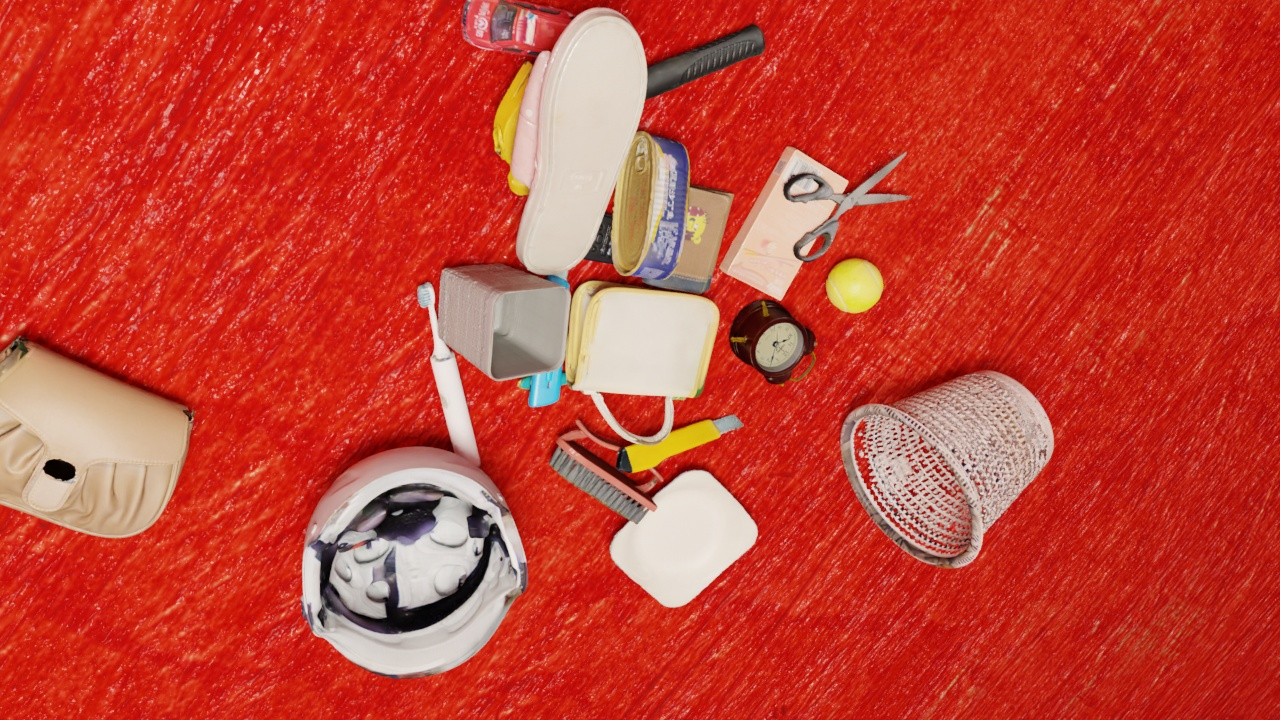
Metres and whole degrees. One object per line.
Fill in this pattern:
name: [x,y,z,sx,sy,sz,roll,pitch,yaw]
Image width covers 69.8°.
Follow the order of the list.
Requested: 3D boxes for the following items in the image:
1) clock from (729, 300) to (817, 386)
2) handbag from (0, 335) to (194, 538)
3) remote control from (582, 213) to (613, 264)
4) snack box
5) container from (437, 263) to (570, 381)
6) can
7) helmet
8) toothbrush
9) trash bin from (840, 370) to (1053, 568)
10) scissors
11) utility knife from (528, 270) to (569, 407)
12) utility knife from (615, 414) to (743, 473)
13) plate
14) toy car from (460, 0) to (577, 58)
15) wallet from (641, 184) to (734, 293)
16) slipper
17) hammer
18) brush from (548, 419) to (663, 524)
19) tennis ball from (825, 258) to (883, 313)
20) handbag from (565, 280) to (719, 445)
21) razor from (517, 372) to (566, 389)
clock: [0.161,-0.019,1.088,0.122,0.055,0.082,37,96,-31]
handbag: [-0.528,0.078,0.847,0.204,0.100,0.148,31,95,-32]
remote control: [-0.053,-0.133,0.975,0.136,0.024,0.053,9,108,-28]
snack box: [0.163,-0.155,1.047,0.084,0.026,0.157,23,103,-28]
container: [-0.142,-0.045,0.921,0.090,0.114,0.090,-10,117,-41]
can: [0.010,-0.158,0.947,0.049,0.075,0.148,5,89,-33]
helmet: [-0.245,0.197,0.978,0.228,0.146,0.259,-13,124,-14]
toothbrush: [-0.206,0.020,0.984,0.026,0.027,0.221,-39,129,-47]
trash bin: [0.400,0.117,1.161,0.191,0.227,0.228,-28,119,-22]
scissors: [0.232,-0.181,1.042,0.159,0.014,0.179,27,98,-33]
utility knife: [-0.097,-0.029,0.993,0.034,0.018,0.162,5,95,-23]
utility knife: [0.049,0.097,1.094,0.191,0.015,0.033,-16,92,-33]
plate: [0.052,0.221,1.162,0.164,0.034,0.163,-42,120,0]
toy car: [-0.108,-0.314,0.868,0.120,0.045,0.053,4,109,-20]
wallet: [0.054,-0.134,1.008,0.090,0.033,0.115,4,109,-32]
slipper: [-0.067,-0.201,0.869,0.114,0.054,0.275,-13,137,-32]
hammer: [-0.008,-0.271,0.915,0.300,0.033,0.129,-26,146,-14]
brush: [-0.040,0.126,1.072,0.146,0.063,0.069,37,92,-27]
tennis ball: [0.253,-0.089,1.087,0.065,0.065,0.065,-8,114,-18]
handbag: [-0.006,0.006,1.018,0.163,0.063,0.179,4,102,-28]
razor: [-0.075,0.019,1.031,0.132,0.028,0.043,-7,96,-20]
